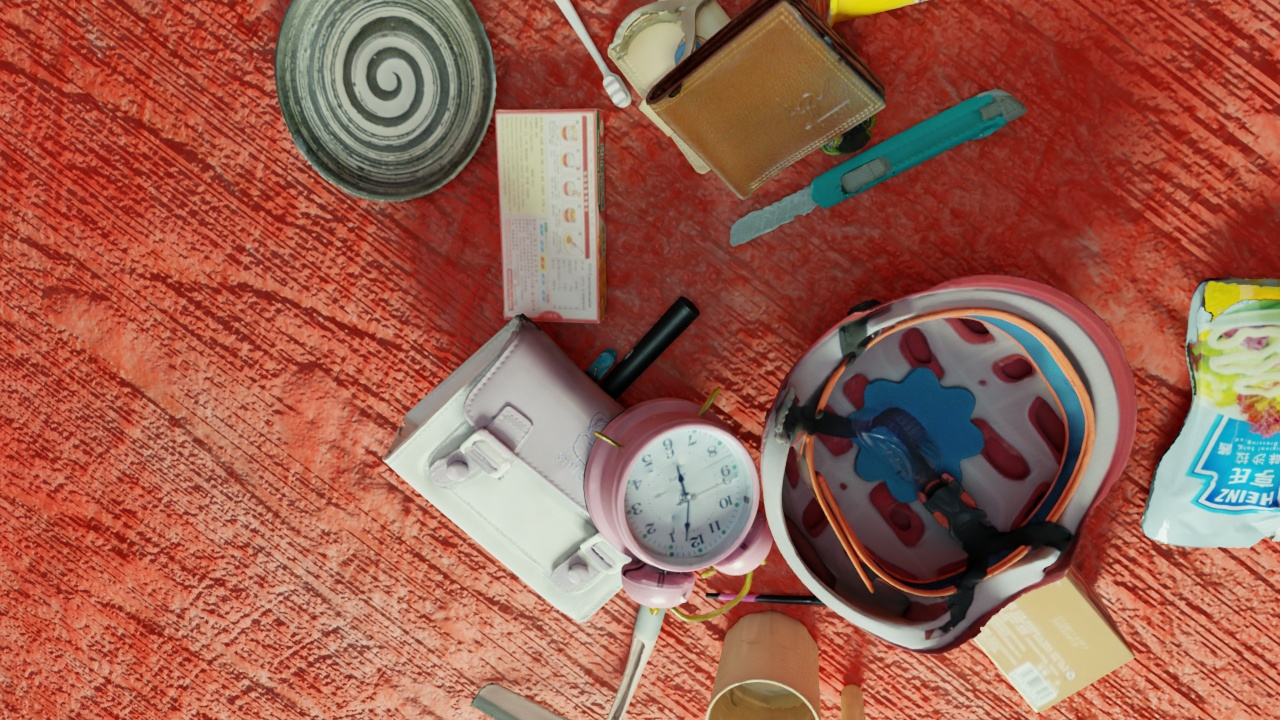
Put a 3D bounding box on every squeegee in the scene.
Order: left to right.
[{"bbox_3d":[0.000,0.230,0.752,0.248,0.040,0.250,23,103,23],"label":"squeegee"}]

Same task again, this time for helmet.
[{"bbox_3d":[0.190,0.055,0.617,0.240,0.144,0.207,-40,89,3],"label":"helmet"}]

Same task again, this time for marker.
[{"bbox_3d":[-0.004,0.004,0.703,0.022,0.020,0.132,46,109,9],"label":"marker"}]

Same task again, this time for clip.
[{"bbox_3d":[-0.038,0.013,0.712,0.014,0.043,0.057,39,108,-3],"label":"clip"},{"bbox_3d":[0.033,-0.218,0.611,0.103,0.035,0.092,-29,90,7],"label":"clip"}]

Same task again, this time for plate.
[{"bbox_3d":[-0.189,-0.208,0.682,0.179,0.024,0.179,3,104,12],"label":"plate"}]

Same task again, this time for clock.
[{"bbox_3d":[0.030,0.105,0.629,0.117,0.060,0.158,-21,104,-15],"label":"clock"}]

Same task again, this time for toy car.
[{"bbox_3d":[0.123,-0.181,0.617,0.036,0.043,0.091,-20,96,61],"label":"toy car"}]

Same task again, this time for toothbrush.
[{"bbox_3d":[-0.058,-0.259,0.648,0.016,0.016,0.180,-30,97,15],"label":"toothbrush"},{"bbox_3d":[0.145,0.188,0.725,0.189,0.014,0.018,1,94,12],"label":"toothbrush"}]

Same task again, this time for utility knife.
[{"bbox_3d":[0.159,-0.131,0.639,0.217,0.013,0.029,-25,98,16],"label":"utility knife"}]

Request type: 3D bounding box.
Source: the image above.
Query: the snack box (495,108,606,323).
[{"bbox_3d":[-0.066,-0.107,0.684,0.077,0.027,0.156,3,105,11],"label":"snack box"}]

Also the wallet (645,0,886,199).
[{"bbox_3d":[0.077,-0.163,0.576,0.101,0.032,0.125,34,138,-28],"label":"wallet"}]

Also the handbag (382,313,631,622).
[{"bbox_3d":[-0.066,0.080,0.680,0.145,0.098,0.197,-43,107,10],"label":"handbag"}]

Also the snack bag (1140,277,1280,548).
[{"bbox_3d":[0.413,0.040,0.621,0.110,0.038,0.191,1,105,0],"label":"snack bag"}]

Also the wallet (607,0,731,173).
[{"bbox_3d":[0.038,-0.197,0.642,0.087,0.024,0.115,-38,96,19],"label":"wallet"}]

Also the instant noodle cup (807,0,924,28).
[{"bbox_3d":[0.156,-0.274,0.546,0.110,0.138,0.138,-7,103,3],"label":"instant noodle cup"}]

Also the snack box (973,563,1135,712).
[{"bbox_3d":[0.275,0.171,0.651,0.077,0.094,0.093,-40,94,18],"label":"snack box"}]

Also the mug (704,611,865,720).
[{"bbox_3d":[0.115,0.260,0.702,0.124,0.103,0.084,22,107,5],"label":"mug"}]
